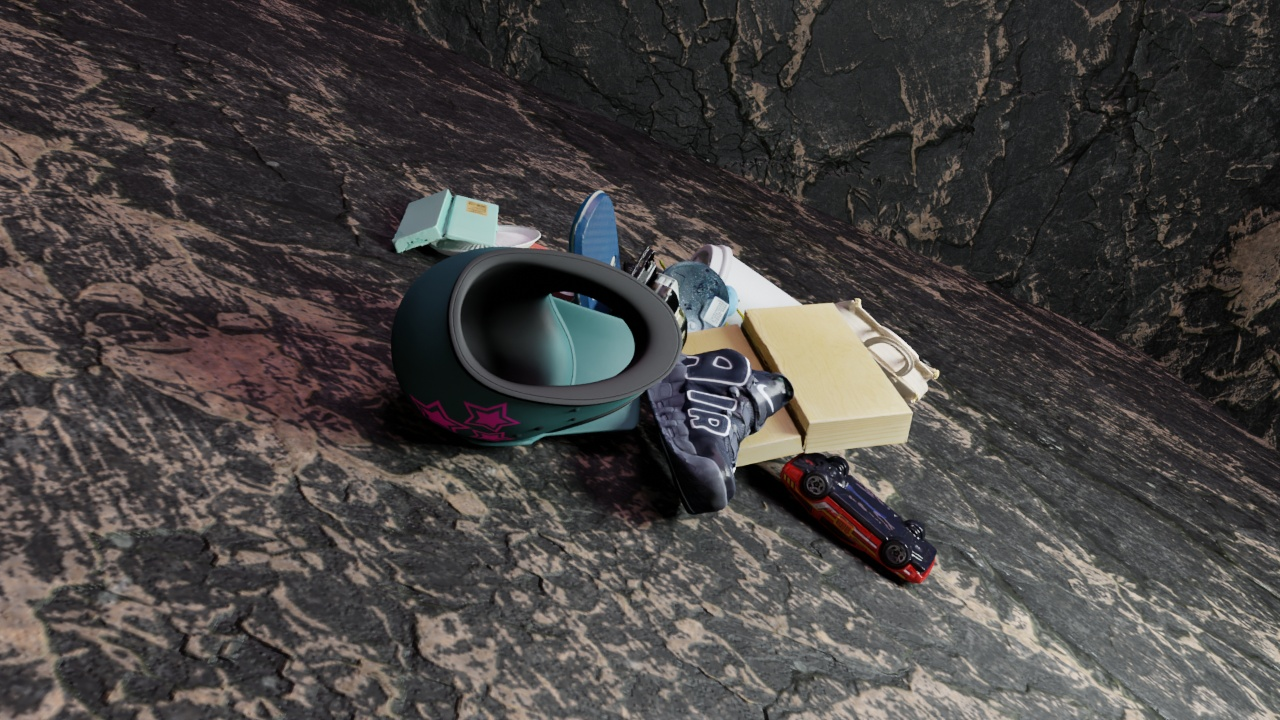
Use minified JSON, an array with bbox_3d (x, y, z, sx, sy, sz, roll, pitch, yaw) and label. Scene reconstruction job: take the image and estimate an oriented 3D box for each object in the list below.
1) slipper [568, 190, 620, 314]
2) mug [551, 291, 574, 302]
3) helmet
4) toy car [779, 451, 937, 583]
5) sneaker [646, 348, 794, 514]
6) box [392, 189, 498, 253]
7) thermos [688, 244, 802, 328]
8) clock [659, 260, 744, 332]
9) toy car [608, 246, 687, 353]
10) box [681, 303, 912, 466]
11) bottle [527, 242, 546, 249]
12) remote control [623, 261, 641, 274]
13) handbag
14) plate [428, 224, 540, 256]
[{"bbox_3d":[-0.059,-0.071,1.020,0.060,0.295,0.118,13,58,13],"label":"slipper"},{"bbox_3d":[-0.118,-0.048,1.084,0.113,0.088,0.087,8,27,-38],"label":"mug"},{"bbox_3d":[-0.097,-0.007,0.867,0.274,0.176,0.201,6,-15,-24],"label":"helmet"},{"bbox_3d":[0.241,0.170,1.012,0.189,0.056,0.081,38,25,18],"label":"toy car"},{"bbox_3d":[0.093,0.062,0.947,0.151,0.097,0.252,-16,30,-1],"label":"sneaker"},{"bbox_3d":[-0.266,-0.195,1.279,0.138,0.052,0.186,-8,26,-4],"label":"box"},{"bbox_3d":[0.175,-0.085,1.468,0.221,0.132,0.131,26,20,-18],"label":"thermos"},{"bbox_3d":[0.082,-0.074,1.338,0.162,0.118,0.060,30,-15,-8],"label":"clock"},{"bbox_3d":[0.016,-0.037,1.053,0.071,0.094,0.192,22,-25,12],"label":"toy car"},{"bbox_3d":[0.157,0.027,1.102,0.253,0.068,0.246,-13,34,-5],"label":"box"},{"bbox_3d":[-0.168,-0.127,1.273,0.071,0.048,0.134,22,21,1],"label":"bottle"},{"bbox_3d":[-0.005,-0.118,1.474,0.045,0.021,0.140,19,27,-13],"label":"remote control"},{"bbox_3d":[0.347,-0.012,1.358,0.194,0.101,0.198,42,-9,-1],"label":"handbag"},{"bbox_3d":[-0.218,-0.167,1.284,0.157,0.014,0.156,-2,21,0],"label":"plate"}]
